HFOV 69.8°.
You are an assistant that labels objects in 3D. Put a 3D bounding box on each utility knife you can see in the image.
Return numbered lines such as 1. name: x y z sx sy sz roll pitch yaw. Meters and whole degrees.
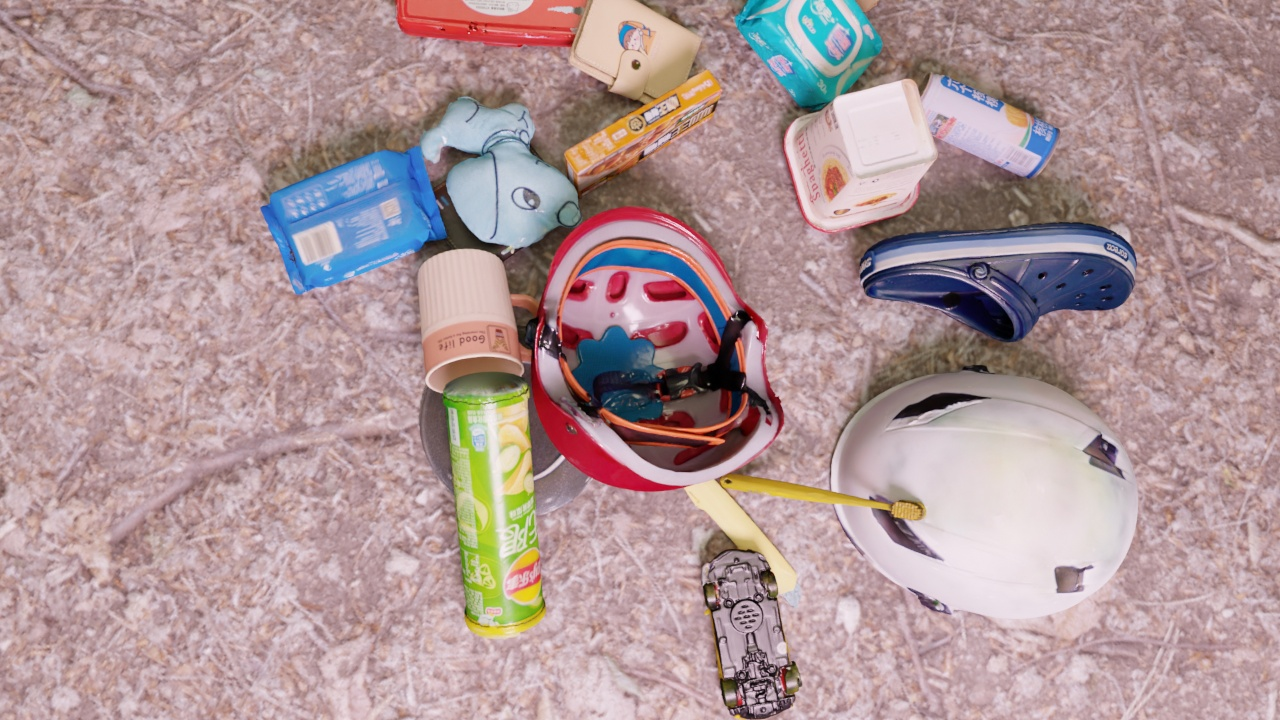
1. utility knife: 0.095 0.161 0.845 0.031 0.018 0.167 -41 86 -2

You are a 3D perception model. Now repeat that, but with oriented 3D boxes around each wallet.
1. wallet: -0.134 -0.147 0.864 0.122 0.020 0.096 -37 87 -8
2. wallet: -0.005 -0.290 0.861 0.115 0.024 0.087 20 91 -27

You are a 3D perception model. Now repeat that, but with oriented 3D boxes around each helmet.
1. helmet: -0.005 0.005 0.792 0.206 0.144 0.239 -3 68 -24
2. helmet: 0.309 0.116 0.795 0.258 0.146 0.229 18 83 -1

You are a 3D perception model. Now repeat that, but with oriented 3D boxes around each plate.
1. plate: -0.114 0.055 0.841 0.179 0.024 0.179 0 85 -3

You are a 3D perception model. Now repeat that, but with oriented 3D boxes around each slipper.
1. slipper: 0.328 -0.067 0.833 0.253 0.105 0.095 2 77 0

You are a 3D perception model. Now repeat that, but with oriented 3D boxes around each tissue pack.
1. tissue pack: -0.258 -0.128 0.834 0.157 0.052 0.095 -21 88 2
2. tissue pack: 0.156 -0.309 0.854 0.133 0.050 0.093 41 82 -27

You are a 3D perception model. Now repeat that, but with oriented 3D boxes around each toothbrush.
1. toothbrush: 0.152 0.117 0.795 0.190 0.016 0.015 5 87 36

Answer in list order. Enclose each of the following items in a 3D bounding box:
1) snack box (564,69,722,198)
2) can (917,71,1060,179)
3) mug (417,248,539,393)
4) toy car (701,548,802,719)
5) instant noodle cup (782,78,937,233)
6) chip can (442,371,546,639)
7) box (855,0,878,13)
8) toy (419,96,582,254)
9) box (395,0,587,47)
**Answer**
1. snack box: 0.001 -0.208 0.846 0.153 0.075 0.026 -32 86 -5
2. can: 0.324 -0.224 0.875 0.134 0.053 0.053 25 84 0
3. mug: -0.138 -0.034 0.813 0.114 0.082 0.105 -1 65 -25
4. toy car: 0.097 0.244 0.824 0.071 0.041 0.156 -11 87 -4
5. instant noodle cup: 0.202 -0.189 0.830 0.116 0.124 0.116 -15 85 -4
6. chip can: -0.123 0.119 0.777 0.072 0.072 0.221 -4 105 -3
7. box: 0.172 -0.406 0.882 0.184 0.062 0.089 19 84 1
8. toy: -0.127 -0.167 0.833 0.161 0.050 0.156 9 73 1
9. box: -0.128 -0.376 0.871 0.201 0.059 0.161 3 81 -4
